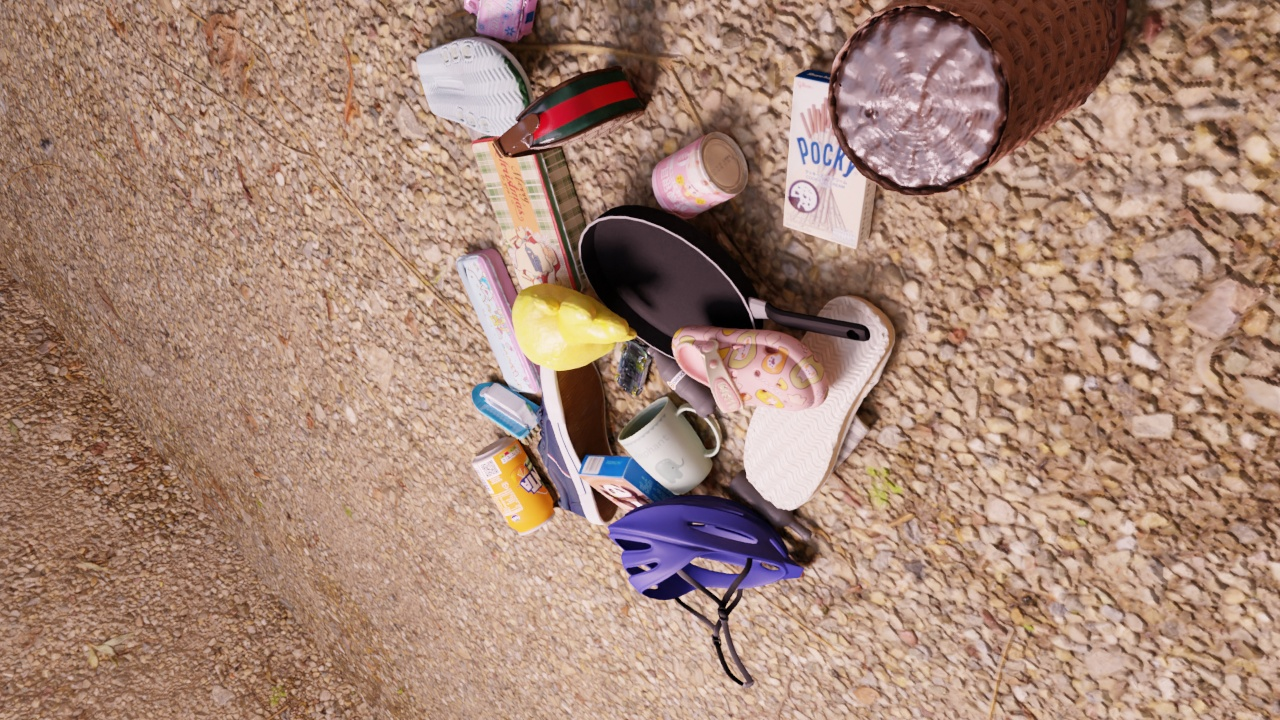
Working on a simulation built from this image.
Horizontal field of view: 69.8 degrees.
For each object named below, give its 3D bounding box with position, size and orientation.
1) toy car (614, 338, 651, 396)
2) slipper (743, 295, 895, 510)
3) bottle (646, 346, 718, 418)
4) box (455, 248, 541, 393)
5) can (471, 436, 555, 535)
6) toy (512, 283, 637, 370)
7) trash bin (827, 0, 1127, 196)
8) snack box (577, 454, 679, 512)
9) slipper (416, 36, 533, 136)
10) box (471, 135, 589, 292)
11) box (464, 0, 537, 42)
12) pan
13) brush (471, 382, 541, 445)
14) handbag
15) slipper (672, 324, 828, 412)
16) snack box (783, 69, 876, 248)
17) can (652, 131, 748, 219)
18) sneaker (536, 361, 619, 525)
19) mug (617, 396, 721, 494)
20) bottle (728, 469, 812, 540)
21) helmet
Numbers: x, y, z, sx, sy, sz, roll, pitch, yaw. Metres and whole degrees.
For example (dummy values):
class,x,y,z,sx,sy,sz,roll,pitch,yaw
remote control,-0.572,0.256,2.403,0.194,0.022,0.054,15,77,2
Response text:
class,x,y,z,sx,sy,sz,roll,pitch,yaw
toy car,-0.007,0.007,1.153,0.039,0.027,0.090,39,140,22
slipper,0.189,0.047,0.976,0.114,0.053,0.273,36,129,22
bottle,0.051,0.021,1.101,0.110,0.036,0.036,45,140,10
box,-0.193,-0.052,1.284,0.076,0.036,0.214,-2,116,45
can,-0.196,0.194,1.430,0.079,0.078,0.142,-18,104,49
toy,-0.082,-0.040,1.077,0.133,0.092,0.208,27,160,-21
trash bin,0.226,-0.209,0.634,0.151,0.209,0.151,25,132,31
snack box,-0.003,0.175,1.216,0.087,0.034,0.151,-2,145,45
slipper,-0.187,-0.324,1.060,0.246,0.074,0.104,26,134,51
box,-0.128,-0.181,1.121,0.118,0.050,0.206,6,120,41
box,-0.142,-0.438,0.926,0.084,0.076,0.231,39,138,16
pan,0.082,-0.065,0.961,0.357,0.034,0.225,14,145,39
brush,-0.203,0.064,1.349,0.136,0.055,0.075,27,155,35
handbag,-0.077,-0.241,0.934,0.139,0.166,0.063,-25,98,33
slipper,0.100,0.020,0.947,0.198,0.081,0.093,13,143,46
snack box,0.177,-0.183,0.842,0.082,0.026,0.150,24,133,32
can,0.059,-0.184,0.923,0.076,0.067,0.067,-19,104,48
sneaker,-0.111,0.094,1.260,0.127,0.120,0.295,8,126,26
mug,0.046,0.102,1.139,0.111,0.084,0.104,-36,101,25
bottle,0.160,0.179,1.114,0.113,0.030,0.030,37,138,18
helmet,0.076,0.276,1.114,0.241,0.227,0.148,2,151,2
